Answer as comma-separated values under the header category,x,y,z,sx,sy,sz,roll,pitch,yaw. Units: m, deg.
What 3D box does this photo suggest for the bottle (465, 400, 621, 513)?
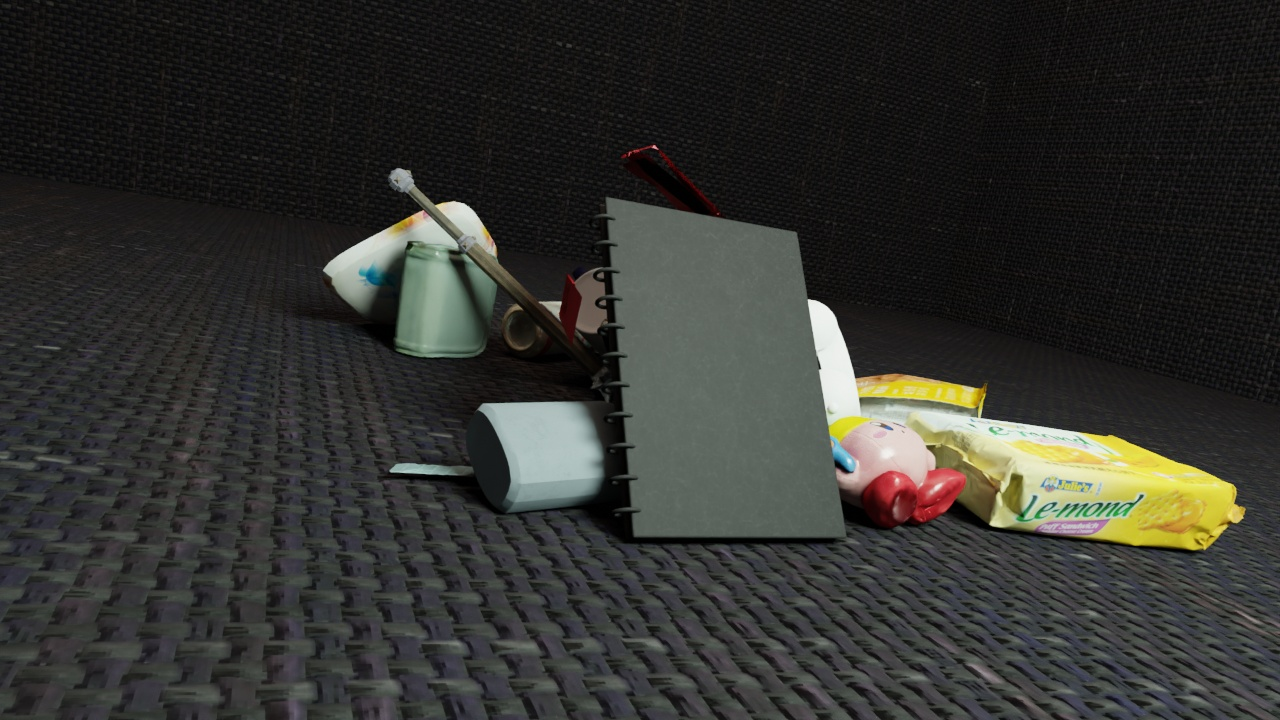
category,x,y,z,sx,sy,sz,roll,pitch,yaw
bottle,-0.031,0.061,0.616,0.161,0.046,0.072,1,43,-37

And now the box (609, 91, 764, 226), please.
category,x,y,z,sx,sy,sz,roll,pitch,yaw
box,0.055,-0.074,0.799,0.124,0.316,0.211,-10,12,-5

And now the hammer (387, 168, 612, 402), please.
category,x,y,z,sx,sy,sz,roll,pitch,yaw
hammer,-0.143,-0.084,0.967,0.317,0.028,0.147,45,3,-9

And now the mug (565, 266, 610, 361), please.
category,x,y,z,sx,sy,sz,roll,pitch,yaw
mug,-0.038,-0.058,1.022,0.112,0.078,0.097,53,2,28

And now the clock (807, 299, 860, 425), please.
category,x,y,z,sx,sy,sz,roll,pitch,yaw
clock,0.145,0.020,0.824,0.073,0.125,0.161,-13,-17,2

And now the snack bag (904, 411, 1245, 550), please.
category,x,y,z,sx,sy,sz,roll,pitch,yaw
snack bag,0.363,0.103,0.785,0.247,0.068,0.159,8,8,-13

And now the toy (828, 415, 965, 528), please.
category,x,y,z,sx,sy,sz,roll,pitch,yaw
toy,0.161,0.084,0.711,0.124,0.097,0.131,-5,35,-37

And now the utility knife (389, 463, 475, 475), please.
category,x,y,z,sx,sy,sz,roll,pitch,yaw
utility knife,-0.067,0.079,0.630,0.209,0.015,0.031,4,11,-26

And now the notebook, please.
category,x,y,z,sx,sy,sz,roll,pitch,yaw
notebook,0.050,0.005,0.619,0.169,0.231,0.019,6,-23,-26

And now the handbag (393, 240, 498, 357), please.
category,x,y,z,sx,sy,sz,roll,pitch,yaw
handbag,-0.221,-0.069,1.016,0.067,0.122,0.106,16,11,30

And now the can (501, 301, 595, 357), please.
category,x,y,z,sx,sy,sz,roll,pitch,yaw
can,-0.102,-0.040,1.149,0.067,0.067,0.169,15,10,26

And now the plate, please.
category,x,y,z,sx,sy,sz,roll,pitch,yaw
plate,-0.262,-0.105,1.076,0.187,0.016,0.187,-28,-19,-2

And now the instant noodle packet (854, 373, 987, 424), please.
category,x,y,z,sx,sy,sz,roll,pitch,yaw
instant noodle packet,0.242,0.054,0.966,0.222,0.084,0.162,7,8,21

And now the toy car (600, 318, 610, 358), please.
category,x,y,z,sx,sy,sz,roll,pitch,yaw
toy car,-0.006,0.005,0.943,0.040,0.113,0.048,-40,23,-13
